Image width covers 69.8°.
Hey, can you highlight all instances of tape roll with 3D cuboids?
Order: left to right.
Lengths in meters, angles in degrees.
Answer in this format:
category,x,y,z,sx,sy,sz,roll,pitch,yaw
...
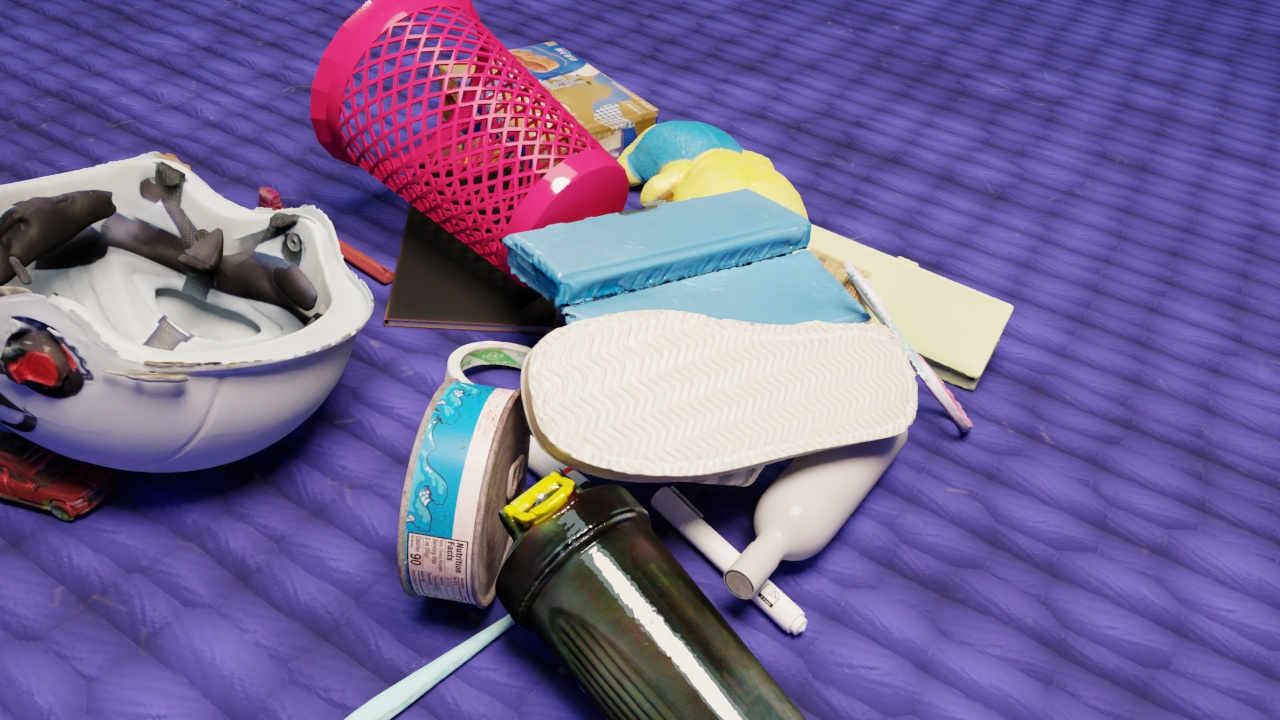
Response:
category,x,y,z,sx,sy,sz,roll,pitch,yaw
tape roll,-0.099,0.015,0.686,0.094,0.018,0.093,13,25,-7

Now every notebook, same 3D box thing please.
category,x,y,z,sx,sy,sz,roll,pitch,yaw
notebook,-0.142,-0.107,0.826,0.141,0.008,0.208,3,49,-4

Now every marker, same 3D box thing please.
category,x,y,z,sx,sy,sz,roll,pitch,yaw
marker,-0.066,0.072,0.640,0.146,0.019,0.019,34,47,29
marker,0.057,0.127,0.592,0.020,0.017,0.133,-39,55,-17

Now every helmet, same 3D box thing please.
category,x,y,z,sx,sy,sz,roll,pitch,yaw
helmet,-0.315,-0.015,0.600,0.264,0.164,0.236,22,27,6

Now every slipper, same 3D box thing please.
category,x,y,z,sx,sy,sz,roll,pitch,yaw
slipper,0.057,0.020,0.579,0.272,0.054,0.114,-1,69,-22

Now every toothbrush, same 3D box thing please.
category,x,y,z,sx,sy,sz,roll,pitch,yaw
toothbrush,-0.290,-0.117,0.838,0.190,0.016,0.016,31,45,26
toothbrush,-0.097,0.164,0.532,0.180,0.017,0.016,-30,53,-34

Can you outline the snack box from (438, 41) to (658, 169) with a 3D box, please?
category,x,y,z,sx,sy,sz,roll,pitch,yaw
snack box,-0.104,-0.268,1.000,0.154,0.069,0.203,-23,48,-30

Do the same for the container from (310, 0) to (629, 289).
category,x,y,z,sx,sy,sz,roll,pitch,yaw
container,-0.133,-0.178,0.778,0.226,0.184,0.182,42,50,17

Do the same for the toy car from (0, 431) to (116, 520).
category,x,y,z,sx,sy,sz,roll,pitch,yaw
toy car,-0.386,0.072,0.591,0.091,0.036,0.042,17,40,4

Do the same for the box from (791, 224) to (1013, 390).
category,x,y,z,sx,sy,sz,roll,pitch,yaw
box,0.210,-0.040,0.787,0.188,0.091,0.077,26,64,18

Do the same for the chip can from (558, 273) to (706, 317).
category,x,y,z,sx,sy,sz,roll,pitch,yaw
chip can,0.044,-0.035,0.738,0.215,0.075,0.075,22,43,18

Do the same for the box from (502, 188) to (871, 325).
category,x,y,z,sx,sy,sz,roll,pitch,yaw
box,0.038,-0.067,0.681,0.231,0.048,0.177,-17,45,-29

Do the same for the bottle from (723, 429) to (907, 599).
category,x,y,z,sx,sy,sz,roll,pitch,yaw
bottle,0.115,0.090,0.608,0.052,0.053,0.194,28,41,24

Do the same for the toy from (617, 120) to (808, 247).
category,x,y,z,sx,sy,sz,roll,pitch,yaw
toy,0.073,-0.169,0.896,0.148,0.084,0.214,-12,41,-18

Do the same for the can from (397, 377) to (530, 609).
category,x,y,z,sx,sy,sz,roll,pitch,yaw
can,-0.101,0.078,0.543,0.044,0.130,0.129,9,40,3

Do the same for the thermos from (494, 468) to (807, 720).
category,x,y,z,sx,sy,sz,roll,pitch,yaw
thermos,0.007,0.154,0.485,0.098,0.098,0.221,-26,58,-32

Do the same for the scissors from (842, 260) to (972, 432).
category,x,y,z,sx,sy,sz,roll,pitch,yaw
scissors,0.199,-0.017,0.703,0.013,0.170,0.172,-38,26,17

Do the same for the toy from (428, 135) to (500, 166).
category,x,y,z,sx,sy,sz,roll,pitch,yaw
toy,-0.180,-0.197,0.930,0.084,0.046,0.103,-41,54,-15
